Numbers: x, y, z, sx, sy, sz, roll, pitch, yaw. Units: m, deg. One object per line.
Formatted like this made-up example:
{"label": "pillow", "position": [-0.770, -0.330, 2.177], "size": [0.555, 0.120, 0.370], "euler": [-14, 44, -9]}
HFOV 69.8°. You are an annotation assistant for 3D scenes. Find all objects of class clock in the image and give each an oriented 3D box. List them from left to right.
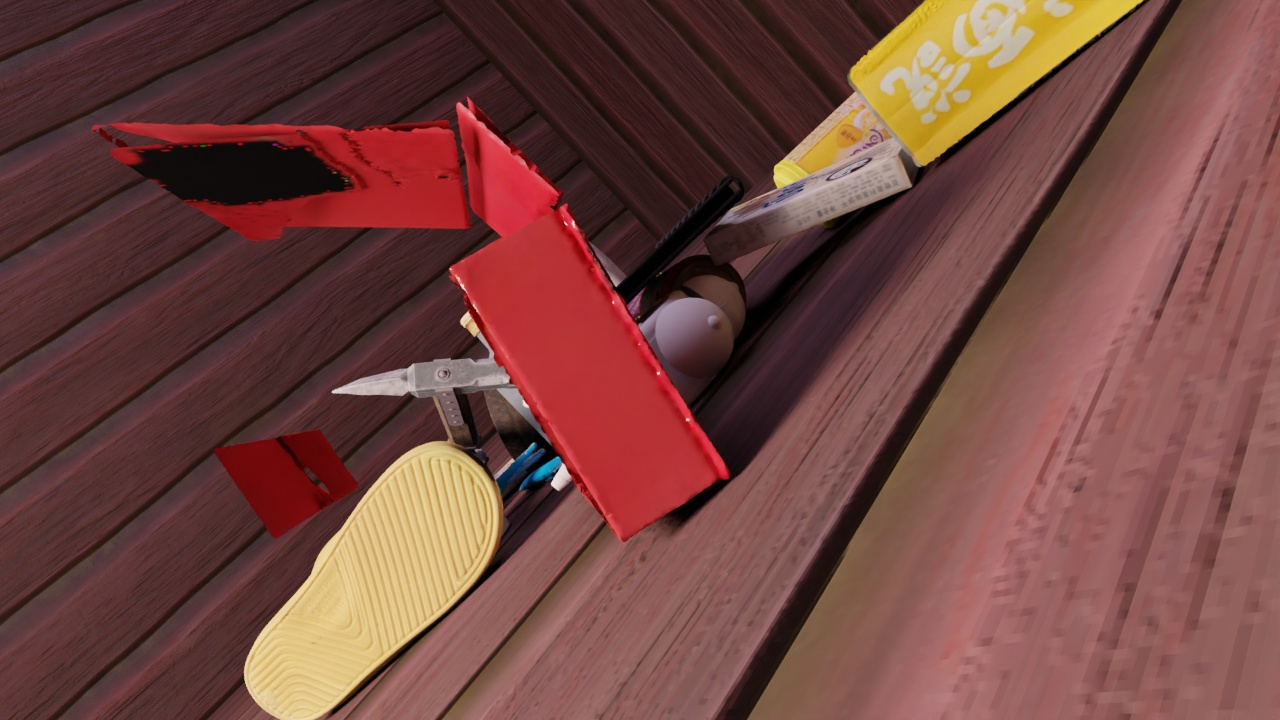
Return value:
{"label": "clock", "position": [-0.004, 0.005, 0.623], "size": [0.161, 0.073, 0.125], "euler": [-42, 5, 22]}

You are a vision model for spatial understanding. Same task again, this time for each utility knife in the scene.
{"label": "utility knife", "position": [-0.081, 0.097, 0.810], "size": [0.031, 0.015, 0.210], "euler": [-47, 2, -20]}

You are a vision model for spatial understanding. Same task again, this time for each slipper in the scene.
{"label": "slipper", "position": [-0.190, 0.162, 0.679], "size": [0.264, 0.099, 0.078], "euler": [-47, 2, 14]}

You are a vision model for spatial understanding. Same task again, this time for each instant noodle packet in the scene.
{"label": "instant noodle packet", "position": [0.253, -0.231, 0.619], "size": [0.163, 0.084, 0.220], "euler": [-40, 0, 38]}

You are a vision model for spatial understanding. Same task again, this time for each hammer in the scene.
{"label": "hammer", "position": [-0.160, 0.058, 0.794], "size": [0.147, 0.028, 0.317], "euler": [-5, -17, -8]}

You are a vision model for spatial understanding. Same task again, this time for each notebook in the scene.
{"label": "notebook", "position": [-0.011, -0.054, 0.700], "size": [0.169, 0.019, 0.232], "euler": [-45, 4, -11]}

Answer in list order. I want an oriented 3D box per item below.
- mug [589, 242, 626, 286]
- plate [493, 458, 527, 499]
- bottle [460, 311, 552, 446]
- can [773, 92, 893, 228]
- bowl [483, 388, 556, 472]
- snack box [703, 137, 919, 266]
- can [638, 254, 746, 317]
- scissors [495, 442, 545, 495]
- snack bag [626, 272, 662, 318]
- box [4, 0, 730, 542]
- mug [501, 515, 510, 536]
{"label": "mug", "position": [-0.062, -0.093, 1.060], "size": [0.081, 0.087, 0.114], "euler": [-43, 5, -8]}
{"label": "plate", "position": [-0.188, 0.170, 1.063], "size": [0.187, 0.016, 0.187], "euler": [-44, 5, 1]}
{"label": "bottle", "position": [-0.101, 0.010, 0.862], "size": [0.072, 0.161, 0.046], "euler": [-42, 5, 14]}
{"label": "can", "position": [0.165, -0.162, 0.732], "size": [0.105, 0.067, 0.067], "euler": [-43, 5, -1]}
{"label": "bowl", "position": [-0.108, 0.048, 0.938], "size": [0.056, 0.121, 0.121], "euler": [-23, 8, 7]}
{"label": "snack box", "position": [0.123, -0.116, 0.658], "size": [0.150, 0.026, 0.081], "euler": [-21, 16, 30]}
{"label": "can", "position": [0.040, -0.047, 0.761], "size": [0.067, 0.067, 0.170], "euler": [-44, 5, -4]}
{"label": "scissors", "position": [-0.143, 0.119, 0.840], "size": [0.141, 0.014, 0.090], "euler": [-46, -34, 11]}
{"label": "snack bag", "position": [-0.041, -0.006, 1.074], "size": [0.160, 0.068, 0.246], "euler": [-37, 8, 48]}
{"label": "box", "position": [-0.096, -0.049, 0.446], "size": [0.124, 0.315, 0.211], "euler": [-55, 7, -6]}
{"label": "mug", "position": [-0.169, 0.131, 0.760], "size": [0.078, 0.097, 0.112], "euler": [-44, 5, -7]}
